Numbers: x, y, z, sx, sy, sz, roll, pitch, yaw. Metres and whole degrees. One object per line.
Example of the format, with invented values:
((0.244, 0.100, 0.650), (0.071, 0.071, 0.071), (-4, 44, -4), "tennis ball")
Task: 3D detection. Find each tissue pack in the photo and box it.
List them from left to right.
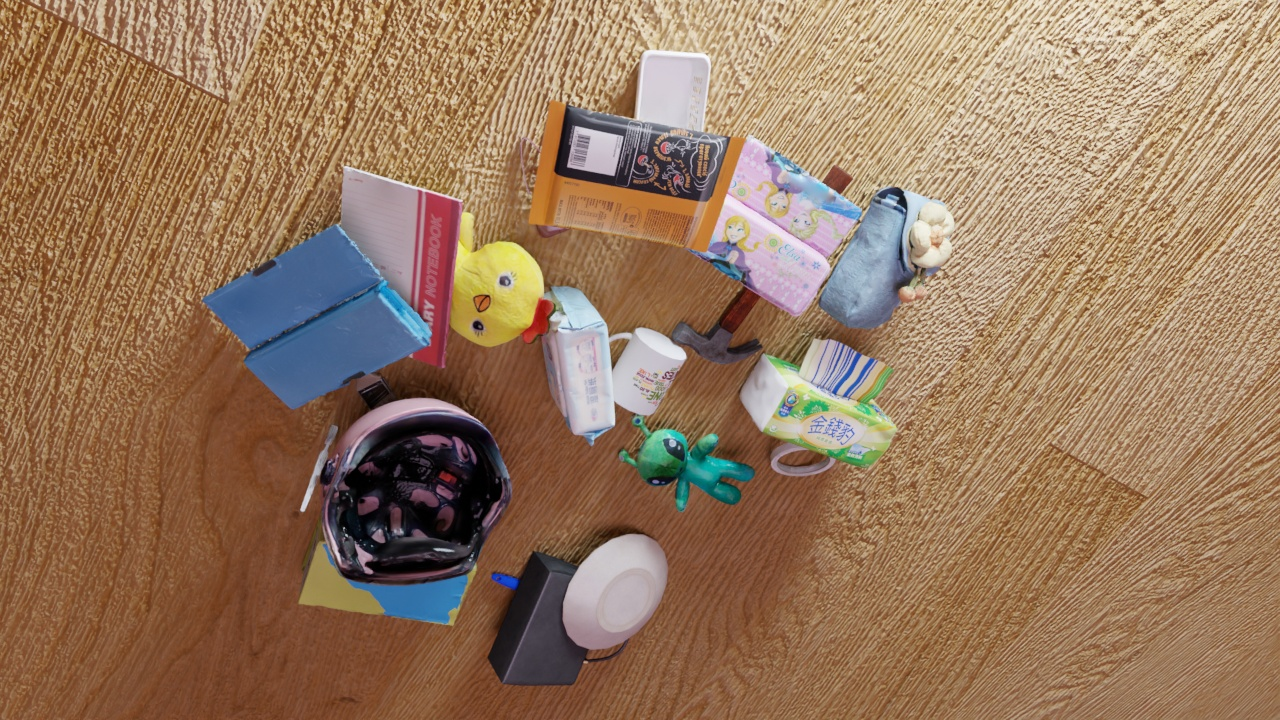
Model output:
((-0.081, 0.007, 1.158), (0.070, 0.112, 0.182), (-12, 119, -16), "tissue pack")
((0.258, 0.045, 1.256), (0.197, 0.120, 0.142), (18, 111, -28), "tissue pack")

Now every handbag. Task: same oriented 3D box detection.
((-0.116, -0.208, 1.089), (0.055, 0.029, 0.120), (-21, 114, 2), "handbag")
((-0.098, 0.400, 1.372), (0.195, 0.072, 0.176), (22, 94, -29), "handbag")
((0.319, -0.121, 1.165), (0.121, 0.118, 0.192), (7, 117, -49), "handbag")

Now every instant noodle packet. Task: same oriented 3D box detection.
((-0.008, -0.205, 1.054), (0.220, 0.032, 0.160), (8, 132, -10), "instant noodle packet")

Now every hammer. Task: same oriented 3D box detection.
((0.172, -0.122, 1.193), (0.111, 0.028, 0.301), (29, 108, -23), "hammer")

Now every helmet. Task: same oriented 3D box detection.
((-0.290, 0.152, 1.163), (0.229, 0.152, 0.256), (-1, 115, -25), "helmet")

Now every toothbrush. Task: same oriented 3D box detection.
((-0.392, 0.132, 1.118), (0.010, 0.181, 0.010), (22, 114, -16), "toothbrush")
((-0.143, 0.355, 1.385), (0.182, 0.018, 0.016), (27, 89, -24), "toothbrush")

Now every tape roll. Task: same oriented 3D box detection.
((0.235, 0.142, 1.331), (0.093, 0.013, 0.093), (-1, 146, -1), "tape roll")

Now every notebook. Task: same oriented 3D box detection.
((-0.285, -0.106, 1.071), (0.153, 0.012, 0.209), (18, 116, 13), "notebook")

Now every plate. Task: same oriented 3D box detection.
((-0.029, 0.348, 1.357), (0.188, 0.027, 0.189), (-14, 116, -33), "plate")

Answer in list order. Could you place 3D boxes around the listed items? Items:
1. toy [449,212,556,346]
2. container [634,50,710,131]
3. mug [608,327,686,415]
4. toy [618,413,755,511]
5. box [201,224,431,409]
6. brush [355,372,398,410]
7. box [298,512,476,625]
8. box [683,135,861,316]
((-0.197, -0.097, 1.096), (0.207, 0.092, 0.134), (31, 110, -13), "toy")
((0.030, -0.292, 1.058), (0.080, 0.049, 0.129), (0, 118, -12), "container")
((-0.007, 0.007, 1.203), (0.105, 0.073, 0.090), (30, 110, 2), "mug")
((0.063, 0.146, 1.293), (0.193, 0.072, 0.131), (22, 110, -12), "toy")
((-0.382, -0.043, 1.070), (0.232, 0.033, 0.174), (-23, 121, 25), "box")
((-0.345, 0.031, 1.171), (0.039, 0.012, 0.151), (-26, 120, 2), "brush")
((-0.346, 0.287, 1.271), (0.220, 0.080, 0.125), (13, 117, -22), "box")
((0.147, -0.176, 1.137), (0.230, 0.035, 0.159), (30, 104, -14), "box")
